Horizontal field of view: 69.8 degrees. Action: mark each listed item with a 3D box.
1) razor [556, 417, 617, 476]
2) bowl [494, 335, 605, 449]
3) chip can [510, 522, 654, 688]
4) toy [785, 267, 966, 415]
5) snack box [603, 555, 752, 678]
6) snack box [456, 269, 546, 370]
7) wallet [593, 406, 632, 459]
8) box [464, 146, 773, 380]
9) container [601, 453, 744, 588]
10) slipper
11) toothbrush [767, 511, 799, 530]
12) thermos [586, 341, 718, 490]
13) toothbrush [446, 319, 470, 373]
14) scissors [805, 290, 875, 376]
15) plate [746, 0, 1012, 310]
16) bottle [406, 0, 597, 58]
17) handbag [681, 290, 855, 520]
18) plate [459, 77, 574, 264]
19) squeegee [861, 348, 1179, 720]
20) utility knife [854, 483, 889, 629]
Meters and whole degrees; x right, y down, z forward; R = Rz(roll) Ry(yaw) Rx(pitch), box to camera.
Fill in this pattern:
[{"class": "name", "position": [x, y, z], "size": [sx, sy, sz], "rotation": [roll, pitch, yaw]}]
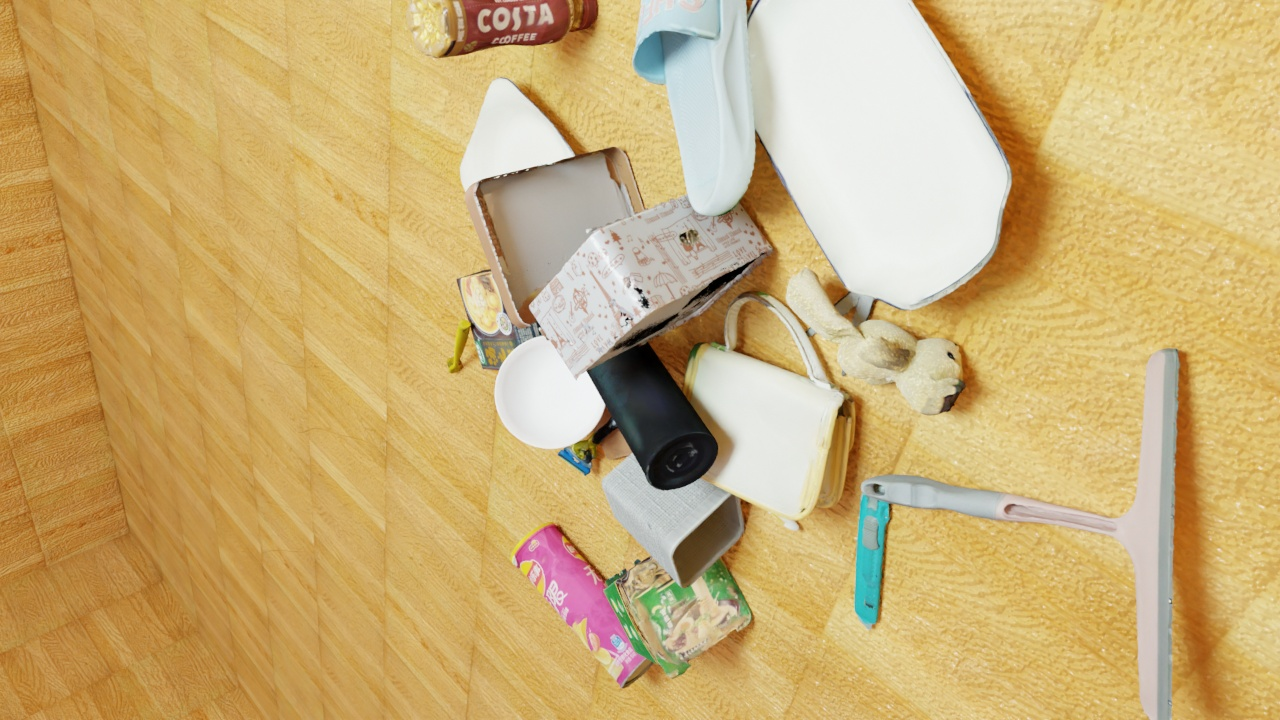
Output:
[{"class": "razor", "position": [-0.045, 0.084, 1.004], "size": [0.042, 0.022, 0.143], "rotation": [35, 142, -7]}, {"class": "bowl", "position": [-0.090, 0.035, 0.981], "size": [0.118, 0.118, 0.064], "rotation": [60, -176, 6]}, {"class": "chip can", "position": [-0.065, 0.294, 1.113], "size": [0.210, 0.071, 0.072], "rotation": [43, 135, 24]}, {"class": "toy", "position": [0.176, -0.017, 0.701], "size": [0.157, 0.066, 0.105], "rotation": [37, 173, 17]}, {"class": "snack box", "position": [0.029, 0.258, 0.976], "size": [0.117, 0.118, 0.106], "rotation": [62, 152, 5]}, {"class": "snack box", "position": [-0.156, -0.048, 1.049], "size": [0.126, 0.053, 0.113], "rotation": [1, 110, 51]}, {"class": "wallet", "position": [-0.023, 0.053, 0.990], "size": [0.116, 0.020, 0.101], "rotation": [-21, 94, 53]}, {"class": "box", "position": [-0.026, -0.112, 0.791], "size": [0.193, 0.182, 0.157], "rotation": [57, 139, 5]}, {"class": "container", "position": [0.029, 0.146, 0.912], "size": [0.114, 0.090, 0.090], "rotation": [37, 157, 34]}, {"class": "slipper", "position": [0.034, -0.233, 0.711], "size": [0.104, 0.074, 0.245], "rotation": [176, 87, -70]}, {"class": "toothbrush", "position": [0.085, 0.098, 0.899], "size": [0.191, 0.016, 0.018], "rotation": [42, 126, 26]}, {"class": "thermos", "position": [-0.005, 0.005, 0.857], "size": [0.090, 0.068, 0.242], "rotation": [-49, 45, 17]}, {"class": "toothbrush", "position": [-0.225, -0.017, 1.128], "size": [0.016, 0.015, 0.190], "rotation": [67, 160, 10]}, {"class": "scissors", "position": [0.182, -0.061, 0.718], "size": [0.176, 0.014, 0.159], "rotation": [-1, 108, 49]}, {"class": "plate", "position": [0.163, -0.166, 0.650], "size": [0.162, 0.034, 0.265], "rotation": [-43, 69, 50]}, {"class": "bottle", "position": [-0.113, -0.299, 0.790], "size": [0.057, 0.174, 0.057], "rotation": [24, 125, 39]}, {"class": "handbag", "position": [0.114, 0.032, 0.810], "size": [0.163, 0.063, 0.179], "rotation": [23, 112, 39]}, {"class": "plate", "position": [-0.117, -0.193, 0.955], "size": [0.163, 0.034, 0.165], "rotation": [51, 138, 15]}, {"class": "squeegee", "position": [0.274, 0.110, 0.685], "size": [0.250, 0.040, 0.247], "rotation": [4, 96, 52]}, {"class": "utility knife", "position": [0.203, 0.174, 0.810], "size": [0.029, 0.013, 0.157], "rotation": [20, 123, 42]}]
